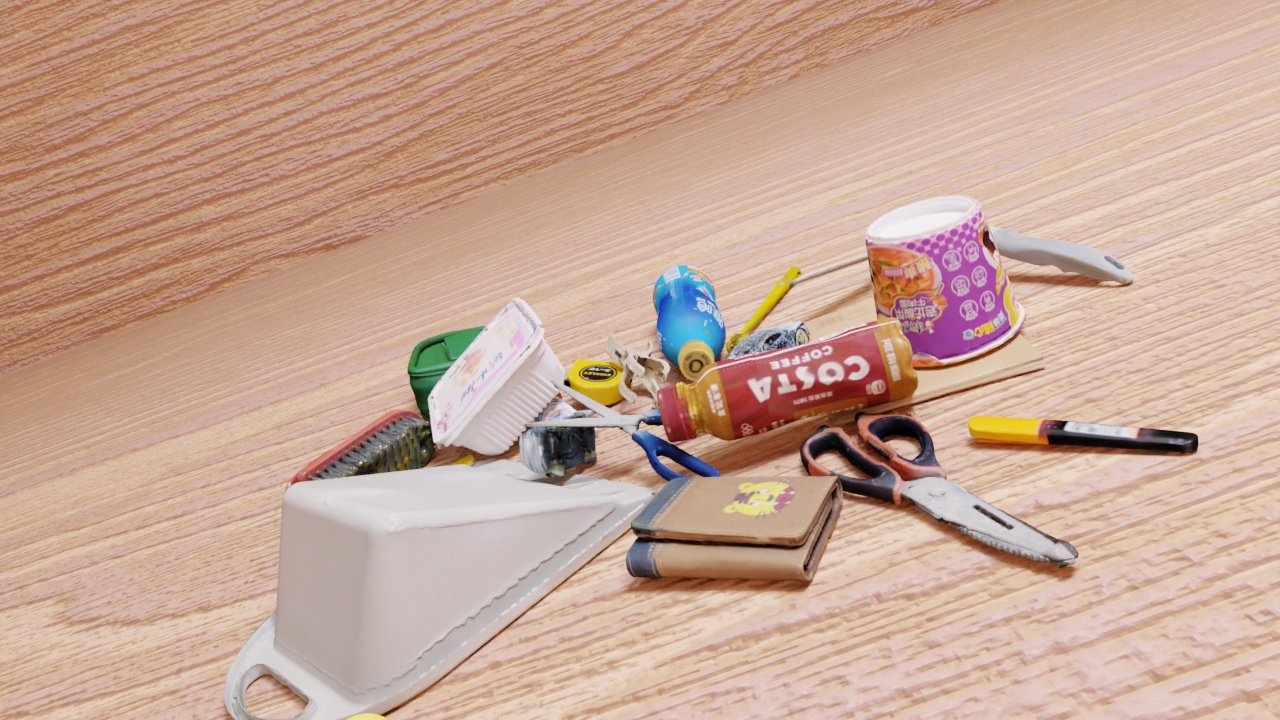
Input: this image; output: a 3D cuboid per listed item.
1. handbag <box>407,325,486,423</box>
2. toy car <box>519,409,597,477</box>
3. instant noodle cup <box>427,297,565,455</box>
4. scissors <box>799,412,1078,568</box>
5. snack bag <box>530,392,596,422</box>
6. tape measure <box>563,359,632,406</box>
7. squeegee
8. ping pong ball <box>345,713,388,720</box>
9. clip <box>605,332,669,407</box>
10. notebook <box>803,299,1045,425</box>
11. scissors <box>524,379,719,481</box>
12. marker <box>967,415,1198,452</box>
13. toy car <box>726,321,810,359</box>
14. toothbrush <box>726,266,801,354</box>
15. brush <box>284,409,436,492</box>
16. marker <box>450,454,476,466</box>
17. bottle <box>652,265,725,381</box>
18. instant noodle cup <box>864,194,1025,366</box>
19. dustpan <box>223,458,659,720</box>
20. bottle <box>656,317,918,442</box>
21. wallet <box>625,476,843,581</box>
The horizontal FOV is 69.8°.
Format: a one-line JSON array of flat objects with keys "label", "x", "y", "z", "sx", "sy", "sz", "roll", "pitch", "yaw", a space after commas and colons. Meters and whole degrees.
[{"label": "handbag", "x": -0.186, "y": 0.012, "z": 0.989, "sx": 0.120, "sy": 0.068, "sz": 0.131, "roll": -14, "pitch": 18, "yaw": -2}, {"label": "toy car", "x": -0.061, "y": 0.064, "z": 0.715, "sx": 0.034, "sy": 0.043, "sz": 0.090, "roll": -5, "pitch": 4, "yaw": 25}, {"label": "instant noodle cup", "x": -0.129, "y": 0.020, "z": 0.849, "sx": 0.138, "sy": 0.060, "sz": 0.173, "roll": -48, "pitch": 22, "yaw": 1}, {"label": "scissors", "x": 0.178, "y": 0.068, "z": 0.539, "sx": 0.211, "sy": 0.015, "sz": 0.176, "roll": -5, "pitch": 24, "yaw": 37}, {"label": "snack bag", "x": -0.073, "y": 0.052, "z": 0.817, "sx": 0.045, "sy": 0.026, "sz": 0.105, "roll": -26, "pitch": 21, "yaw": -18}, {"label": "tape measure", "x": -0.039, "y": 0.023, "z": 0.851, "sx": 0.060, "sy": 0.029, "sz": 0.057, "roll": 5, "pitch": 26, "yaw": 11}, {"label": "squeegee", "x": 0.300, "y": -0.097, "z": 0.791, "sx": 0.245, "sy": 0.039, "sz": 0.247, "roll": -20, "pitch": 22, "yaw": -31}, {"label": "ping pong ball", "x": -0.141, "y": 0.201, "z": 0.466, "sx": 0.040, "sy": 0.040, "sz": 0.040, "roll": -18, "pitch": 20, "yaw": 7}, {"label": "clip", "x": -0.001, "y": 0.006, "z": 0.827, "sx": 0.076, "sy": 0.035, "sz": 0.100, "roll": 10, "pitch": 20, "yaw": -19}, {"label": "notebook", "x": 0.212, "y": -0.016, "z": 0.737, "sx": 0.149, "sy": 0.012, "sz": 0.211, "roll": -18, "pitch": 19, "yaw": 10}, {"label": "scissors", "x": 0.002, "y": 0.049, "z": 0.686, "sx": 0.162, "sy": 0.012, "sz": 0.176, "roll": -14, "pitch": 34, "yaw": -39}, {"label": "marker", "x": 0.253, "y": 0.044, "z": 0.533, "sx": 0.124, "sy": 0.015, "sz": 0.018, "roll": 1, "pitch": 30, "yaw": 41}, {"label": "toy car", "x": 0.104, "y": -0.008, "z": 0.783, "sx": 0.049, "sy": 0.031, "sz": 0.105, "roll": -12, "pitch": 19, "yaw": 46}, {"label": "toothbrush", "x": 0.127, "y": -0.052, "z": 0.910, "sx": 0.017, "sy": 0.016, "sz": 0.189, "roll": -3, "pitch": 26, "yaw": 31}, {"label": "brush", "x": -0.251, "y": 0.091, "z": 0.836, "sx": 0.069, "sy": 0.063, "sz": 0.145, "roll": 7, "pitch": 30, "yaw": 29}, {"label": "marker", "x": -0.197, "y": 0.117, "z": 0.788, "sx": 0.124, "sy": 0.015, "sz": 0.018, "roll": -29, "pitch": 26, "yaw": -15}, {"label": "bottle", "x": 0.047, "y": -0.034, "z": 0.868, "sx": 0.065, "sy": 0.065, "sz": 0.218, "roll": -19, "pitch": 20, "yaw": 6}, {"label": "instant noodle cup", "x": 0.222, "y": -0.064, "z": 0.687, "sx": 0.111, "sy": 0.099, "sz": 0.111, "roll": -18, "pitch": 21, "yaw": 7}, {"label": "dustpan", "x": -0.150, "y": 0.156, "z": 0.643, "sx": 0.257, "sy": 0.142, "sz": 0.223, "roll": 2, "pitch": 1, "yaw": -42}, {"label": "bottle", "x": 0.100, "y": 0.018, "z": 0.642, "sx": 0.175, "sy": 0.057, "sz": 0.057, "roll": -14, "pitch": 20, "yaw": 7}, {"label": "wallet", "x": 0.057, "y": 0.100, "z": 0.555, "sx": 0.115, "sy": 0.033, "sz": 0.090, "roll": -4, "pitch": 24, "yaw": 31}]
